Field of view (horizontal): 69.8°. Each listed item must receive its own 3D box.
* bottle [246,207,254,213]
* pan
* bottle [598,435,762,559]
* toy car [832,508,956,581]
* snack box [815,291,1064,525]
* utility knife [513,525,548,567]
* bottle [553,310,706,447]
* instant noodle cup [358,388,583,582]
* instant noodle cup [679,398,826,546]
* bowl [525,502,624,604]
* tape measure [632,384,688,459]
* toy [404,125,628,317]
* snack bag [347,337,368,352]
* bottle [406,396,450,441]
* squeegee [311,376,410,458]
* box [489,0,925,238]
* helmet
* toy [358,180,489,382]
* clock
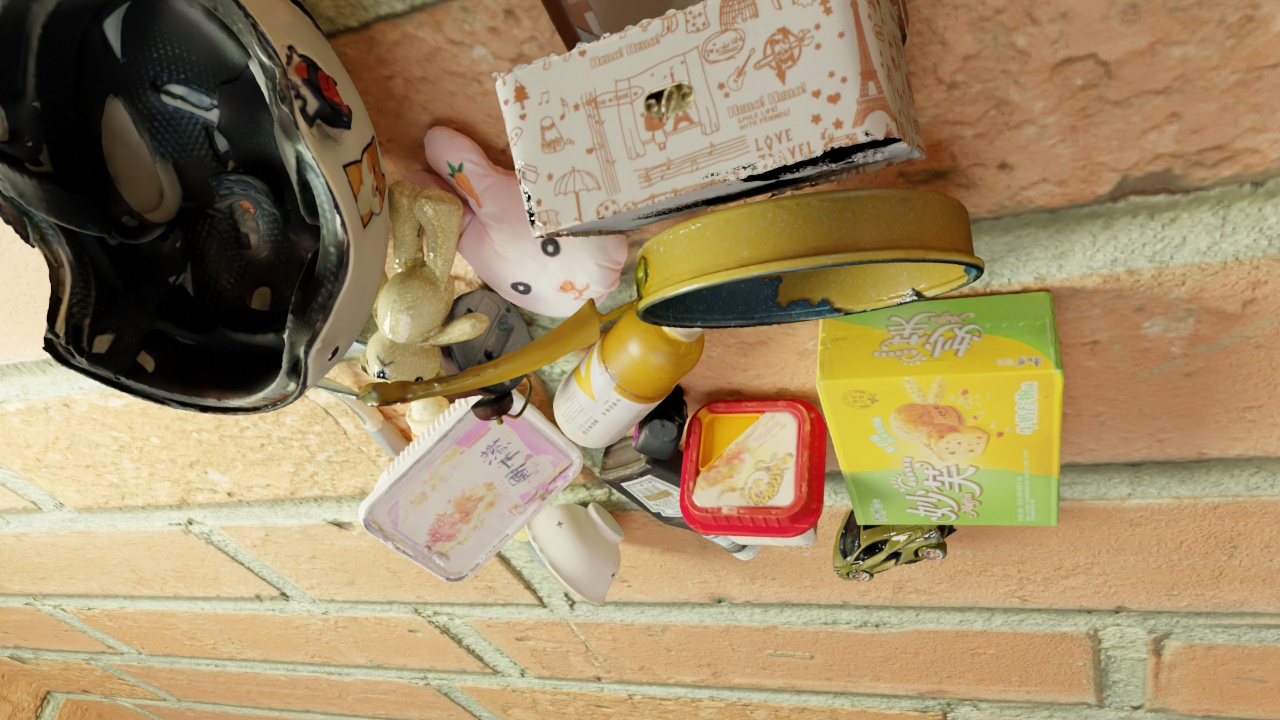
[{"bbox_3d":[-0.289,-0.082,0.657,0.175,0.057,0.058,0,143,0],"label":"bottle"},{"bbox_3d":[0.017,-0.028,0.529,0.357,0.078,0.198,-5,173,-4],"label":"pan"},{"bbox_3d":[0.049,0.136,0.884,0.080,0.043,0.195,-21,133,38],"label":"bottle"},{"bbox_3d":[0.225,0.155,0.832,0.042,0.070,0.159,28,141,-18],"label":"toy car"},{"bbox_3d":[0.227,0.046,0.686,0.158,0.069,0.210,-4,140,21],"label":"snack box"},{"bbox_3d":[-0.148,0.179,1.019,0.031,0.022,0.216,-6,133,25],"label":"utility knife"},{"bbox_3d":[-0.004,0.004,0.701,0.068,0.067,0.190,25,142,-16],"label":"bottle"},{"bbox_3d":[-0.154,0.101,0.824,0.173,0.060,0.138,-45,127,-2],"label":"instant noodle cup"},{"bbox_3d":[0.103,0.104,0.775,0.117,0.116,0.124,-2,153,20],"label":"instant noodle cup"},{"bbox_3d":[-0.056,0.186,0.952,0.065,0.118,0.118,-43,126,4],"label":"bowl"},{"bbox_3d":[0.019,0.054,0.770,0.039,0.057,0.058,16,135,-7],"label":"tape measure"},{"bbox_3d":[-0.085,-0.088,0.620,0.159,0.054,0.122,31,140,-11],"label":"toy"},{"bbox_3d":[-0.313,-0.022,0.732,0.110,0.038,0.190,-14,164,29],"label":"snack bag"},{"bbox_3d":[-0.184,0.082,0.871,0.067,0.066,0.150,0,135,16],"label":"bottle"},{"bbox_3d":[-0.263,0.061,0.882,0.247,0.039,0.246,10,153,35],"label":"squeegee"},{"bbox_3d":[0.034,-0.165,0.448,0.183,0.151,0.174,-11,95,24],"label":"box"},{"bbox_3d":[-0.244,-0.111,0.537,0.230,0.156,0.274,-4,110,19],"label":"helmet"},{"bbox_3d":[-0.153,-0.046,0.617,0.105,0.066,0.158,20,121,6],"label":"toy"},{"bbox_3d":[-0.124,-0.002,0.717,0.055,0.081,0.122,-13,133,37],"label":"clock"}]
